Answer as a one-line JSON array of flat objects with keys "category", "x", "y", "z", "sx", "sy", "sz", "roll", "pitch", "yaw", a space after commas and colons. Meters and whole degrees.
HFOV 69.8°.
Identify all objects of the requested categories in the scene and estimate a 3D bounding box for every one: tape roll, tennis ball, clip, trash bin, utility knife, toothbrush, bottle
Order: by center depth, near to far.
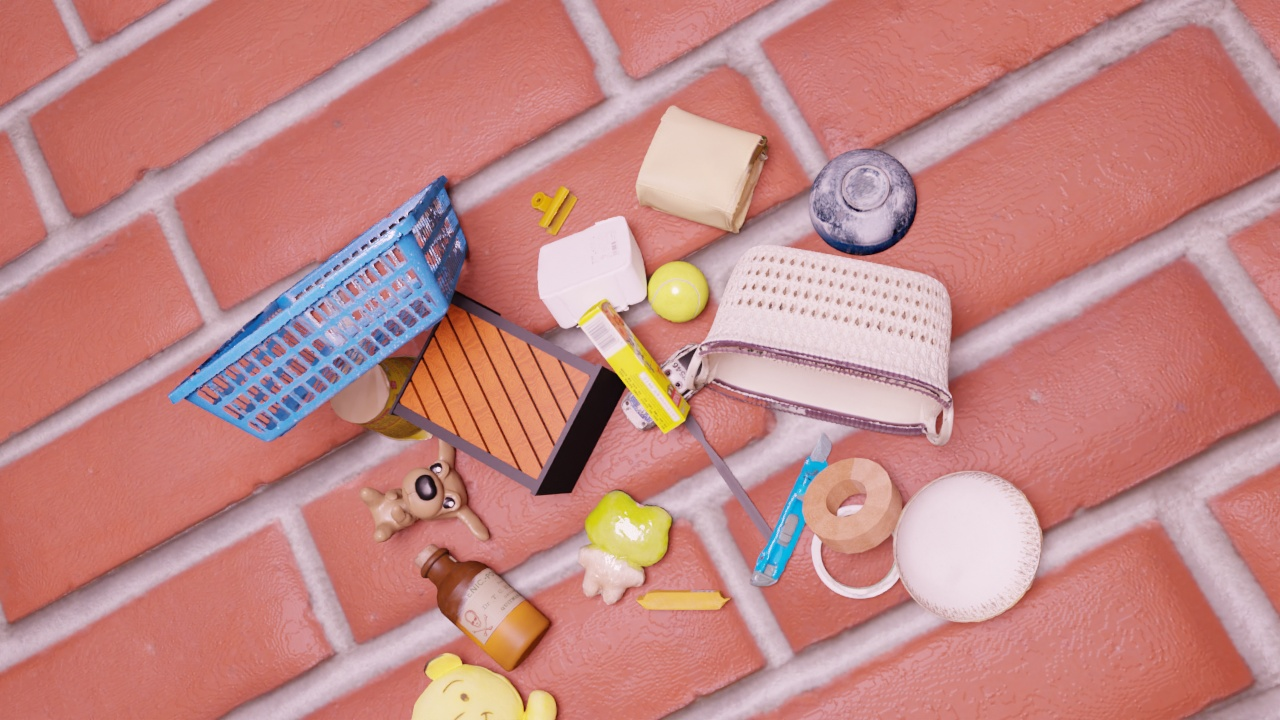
[{"category": "tape roll", "x": 0.210, "y": 0.144, "z": 0.913, "sx": 0.094, "sy": 0.027, "sz": 0.093, "roll": -25, "pitch": 40, "yaw": 22}, {"category": "tape roll", "x": 0.222, "y": 0.195, "z": 0.938, "sx": 0.094, "sy": 0.018, "sz": 0.093, "roll": -1, "pitch": 83, "yaw": 10}, {"category": "utility knife", "x": 0.160, "y": 0.157, "z": 0.953, "sx": 0.031, "sy": 0.015, "sz": 0.174, "roll": 25, "pitch": 84, "yaw": -5}, {"category": "trash bin", "x": -0.131, "y": 0.037, "z": 0.960, "sx": 0.172, "sy": 0.139, "sz": 0.139, "roll": 27, "pitch": 89, "yaw": 12}, {"category": "toothbrush", "x": 0.094, "y": 0.125, "z": 0.973, "sx": 0.013, "sy": 0.013, "sz": 0.167, "roll": -35, "pitch": 80, "yaw": 4}, {"category": "tennis ball", "x": 0.040, "y": -0.073, "z": 0.979, "sx": 0.065, "sy": 0.065, "sz": 0.065, "roll": -1, "pitch": 83, "yaw": 10}, {"category": "bottle", "x": -0.175, "y": 0.255, "z": 0.980, "sx": 0.157, "sy": 0.068, "sz": 0.068, "roll": 38, "pitch": 91, "yaw": 12}, {"category": "clip", "x": -0.101, "y": -0.173, "z": 1.041, "sx": 0.047, "sy": 0.046, "sz": 0.054, "roll": 30, "pitch": 90, "yaw": -23}]

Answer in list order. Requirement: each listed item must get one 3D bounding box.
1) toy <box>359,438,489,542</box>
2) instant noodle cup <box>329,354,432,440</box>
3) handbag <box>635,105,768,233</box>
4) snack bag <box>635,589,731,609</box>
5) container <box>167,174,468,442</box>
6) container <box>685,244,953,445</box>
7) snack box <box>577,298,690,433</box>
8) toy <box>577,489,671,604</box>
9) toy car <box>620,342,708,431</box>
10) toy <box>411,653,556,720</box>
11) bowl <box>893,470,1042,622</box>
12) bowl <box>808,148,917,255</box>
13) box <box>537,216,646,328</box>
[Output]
[{"category": "toy", "x": -0.239, "y": 0.151, "z": 0.994, "sx": 0.108, "sy": 0.106, "sz": 0.134, "roll": -22, "pitch": 76, "yaw": -4}, {"category": "instant noodle cup", "x": -0.283, "y": 0.036, "z": 1.002, "sx": 0.100, "sy": 0.112, "sz": 0.100, "roll": -1, "pitch": 83, "yaw": 11}, {"category": "handbag", "x": 0.070, "y": -0.204, "z": 0.985, "sx": 0.119, "sy": 0.081, "sz": 0.111, "roll": 19, "pitch": 80, "yaw": 14}, {"category": "snack bag", "x": 0.046, "y": 0.251, "z": 0.960, "sx": 0.099, "sy": 0.026, "sz": 0.020, "roll": -3, "pitch": 82, "yaw": 9}, {"category": "container", "x": -0.284, "y": -0.060, "z": 0.915, "sx": 0.257, "sy": 0.362, "sz": 0.089, "roll": -35, "pitch": 108, "yaw": 5}, {"category": "container", "x": 0.182, "y": -0.014, "z": 0.895, "sx": 0.252, "sy": 0.185, "sz": 0.143, "roll": 13, "pitch": 74, "yaw": 10}, {"category": "snack box", "x": -0.006, "y": 0.005, "z": 0.938, "sx": 0.029, "sy": 0.040, "sz": 0.148, "roll": -35, "pitch": 99, "yaw": 18}, {"category": "toy", "x": -0.022, "y": 0.200, "z": 0.971, "sx": 0.092, "sy": 0.043, "sz": 0.118, "roll": 22, "pitch": 91, "yaw": 10}, {"category": "toy car", "x": 0.030, "y": 0.029, "z": 0.982, "sx": 0.113, "sy": 0.040, "sz": 0.048, "roll": -41, "pitch": 77, "yaw": 4}, {"category": "toy", "x": -0.145, "y": 0.407, "z": 0.948, "sx": 0.214, "sy": 0.084, "sz": 0.148, "roll": 21, "pitch": 69, "yaw": 13}, {"category": "bowl", "x": 0.305, "y": 0.175, "z": 0.892, "sx": 0.145, "sy": 0.063, "sz": 0.145, "roll": 0, "pitch": 90, "yaw": -7}, {"category": "bowl", "x": 0.233, "y": -0.171, "z": 0.958, "sx": 0.114, "sy": 0.060, "sz": 0.114, "roll": -1, "pitch": 84, "yaw": 11}, {"category": "box", "x": -0.043, "y": -0.080, "z": 0.992, "sx": 0.107, "sy": 0.095, "sz": 0.102, "roll": -21, "pitch": 44, "yaw": 13}]
